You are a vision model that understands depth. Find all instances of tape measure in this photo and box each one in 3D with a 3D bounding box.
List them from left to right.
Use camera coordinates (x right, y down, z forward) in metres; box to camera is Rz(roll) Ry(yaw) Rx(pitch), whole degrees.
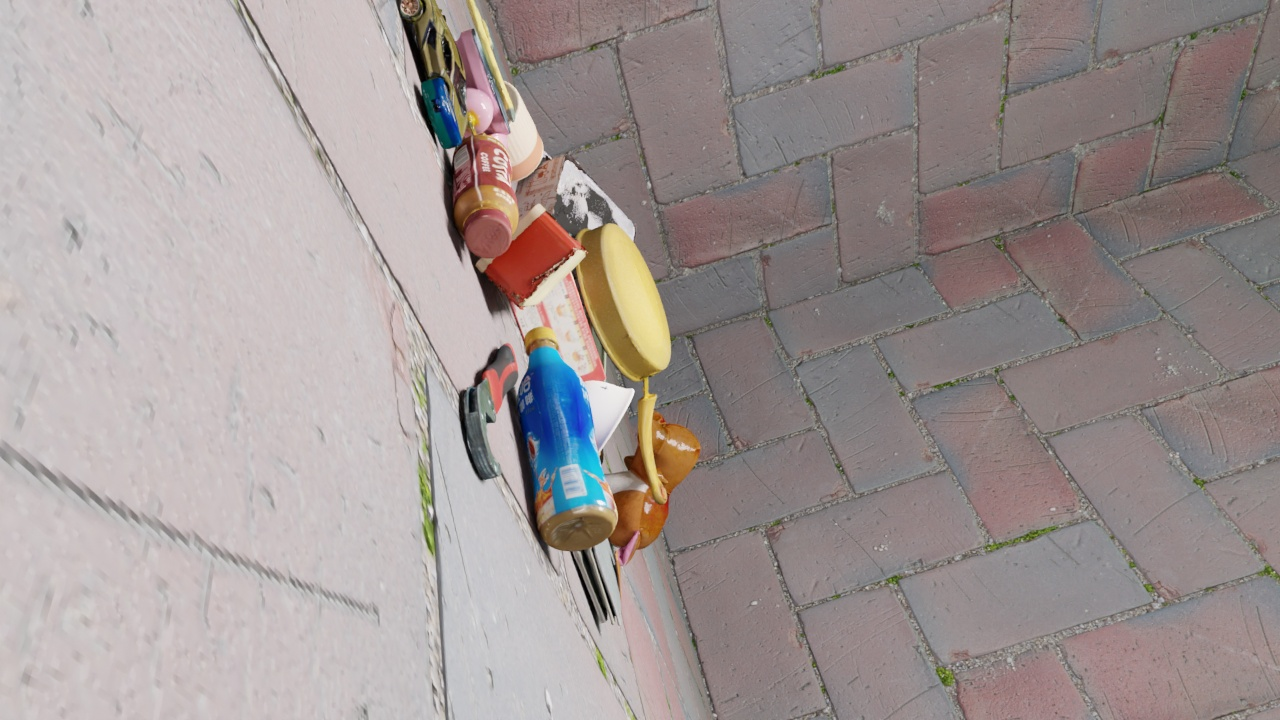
[{"bbox_3d":[-0.185,-0.230,0.843,0.058,0.025,0.054,79,-7,-57],"label":"tape measure"}]

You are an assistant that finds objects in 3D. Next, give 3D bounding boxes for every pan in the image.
[{"bbox_3d":[-0.007,0.007,1.135,0.197,0.078,0.357,-39,109,-72],"label":"pan"}]

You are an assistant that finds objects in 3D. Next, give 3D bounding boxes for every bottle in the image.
[{"bbox_3d":[-0.143,-0.150,0.838,0.174,0.057,0.057,-107,179,-54],"label":"bottle"},{"bbox_3d":[-0.072,0.058,0.795,0.065,0.065,0.218,72,1,-50],"label":"bottle"}]

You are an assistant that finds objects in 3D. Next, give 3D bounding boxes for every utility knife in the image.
[{"bbox_3d":[-0.170,-0.349,0.975,0.031,0.021,0.205,-157,-137,-83],"label":"utility knife"}]

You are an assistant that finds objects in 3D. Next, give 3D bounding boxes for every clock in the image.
[{"bbox_3d":[-0.184,-0.282,1.006,0.117,0.060,0.158,73,-2,-70],"label":"clock"}]

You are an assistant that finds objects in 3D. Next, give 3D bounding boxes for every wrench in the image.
[{"bbox_3d":[-0.110,0.023,0.703,0.273,0.016,0.056,-106,-178,-76],"label":"wrench"}]

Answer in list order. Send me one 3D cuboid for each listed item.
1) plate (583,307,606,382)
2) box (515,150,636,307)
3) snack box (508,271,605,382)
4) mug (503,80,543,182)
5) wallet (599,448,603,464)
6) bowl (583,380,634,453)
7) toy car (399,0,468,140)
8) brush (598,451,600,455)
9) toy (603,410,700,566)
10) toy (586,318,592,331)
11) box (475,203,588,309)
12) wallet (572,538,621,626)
[{"bbox_3d":[-0.080,-0.016,1.358,0.230,0.027,0.230,179,-89,-78],"label":"plate"},{"bbox_3d":[-0.106,-0.206,1.242,0.179,0.134,0.270,40,20,-46],"label":"box"},{"bbox_3d":[-0.097,-0.038,1.041,0.025,0.075,0.153,-105,177,-69],"label":"snack box"},{"bbox_3d":[-0.175,-0.267,1.121,0.106,0.082,0.114,66,35,-70],"label":"mug"},{"bbox_3d":[-0.078,0.099,1.234,0.115,0.033,0.090,51,22,-80],"label":"wallet"},{"bbox_3d":[-0.065,0.059,0.883,0.065,0.118,0.118,35,4,-5],"label":"bowl"},{"bbox_3d":[-0.198,-0.293,0.909,0.070,0.042,0.158,62,13,-86],"label":"toy car"},{"bbox_3d":[-0.074,0.067,1.049,0.255,0.046,0.083,93,-17,-74],"label":"brush"},{"bbox_3d":[-0.001,0.173,1.254,0.140,0.130,0.199,-48,155,-84],"label":"toy"},{"bbox_3d":[-0.104,-0.021,1.179,0.104,0.066,0.157,-66,148,-35],"label":"toy"},{"bbox_3d":[-0.100,-0.095,0.918,0.076,0.091,0.168,46,3,-4],"label":"box"},{"bbox_3d":[-0.042,0.202,0.945,0.129,0.037,0.106,-106,177,-76],"label":"wallet"}]
